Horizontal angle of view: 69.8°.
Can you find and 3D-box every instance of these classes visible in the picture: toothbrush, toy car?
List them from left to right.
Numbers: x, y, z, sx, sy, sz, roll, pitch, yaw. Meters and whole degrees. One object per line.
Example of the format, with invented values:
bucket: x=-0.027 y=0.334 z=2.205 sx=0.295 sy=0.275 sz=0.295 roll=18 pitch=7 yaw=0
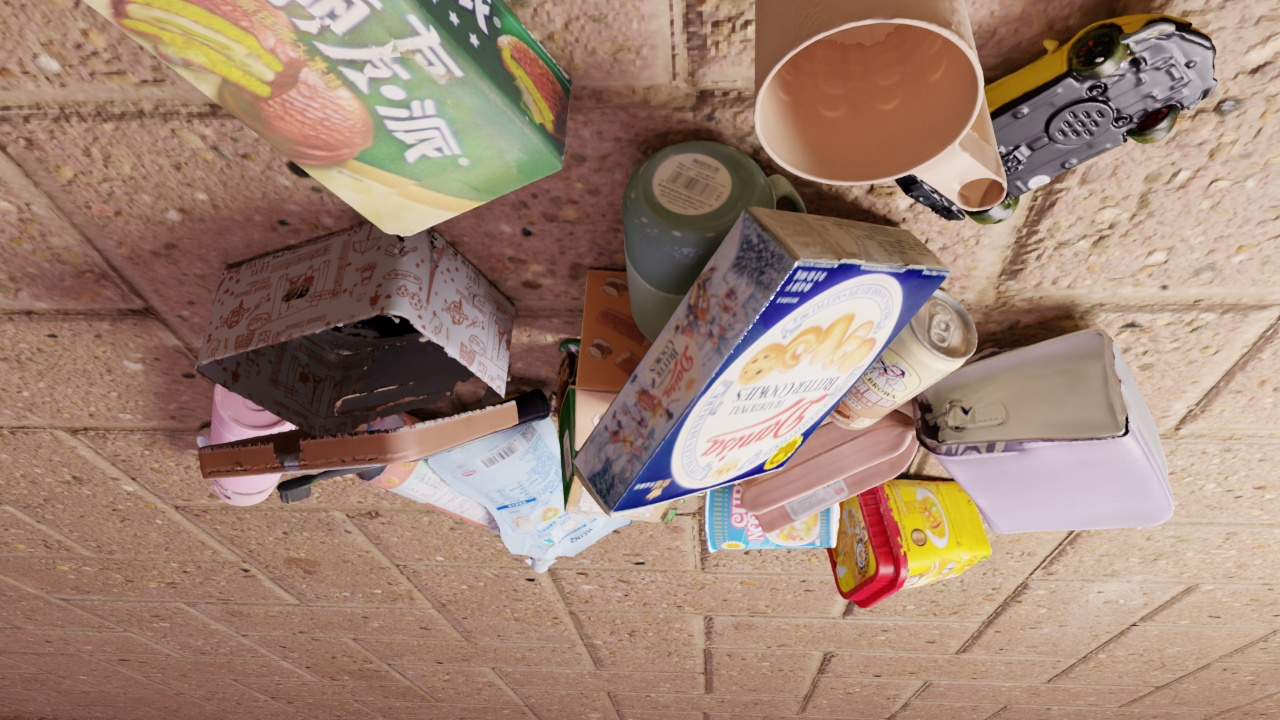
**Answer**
toothbrush: x=-0.168 y=0.065 z=0.699 sx=0.212 sy=0.026 sz=0.027 roll=-19 pitch=136 yaw=-28
toy car: x=0.198 y=-0.118 z=0.453 sx=0.071 sy=0.041 sz=0.156 roll=26 pitch=144 yaw=-34

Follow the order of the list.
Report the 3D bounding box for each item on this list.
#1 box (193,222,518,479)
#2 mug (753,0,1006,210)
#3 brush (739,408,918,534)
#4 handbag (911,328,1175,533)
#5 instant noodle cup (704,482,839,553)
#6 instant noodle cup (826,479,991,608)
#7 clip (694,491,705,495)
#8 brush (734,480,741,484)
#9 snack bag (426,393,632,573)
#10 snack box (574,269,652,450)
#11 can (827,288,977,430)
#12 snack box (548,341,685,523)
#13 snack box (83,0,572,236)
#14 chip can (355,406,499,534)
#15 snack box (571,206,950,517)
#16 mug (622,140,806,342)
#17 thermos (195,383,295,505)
box: x=-0.190 y=0.024 z=0.614 sx=0.182 sy=0.157 sz=0.148 roll=-12 pitch=146 yaw=24
mug: x=0.103 y=-0.130 z=0.379 sx=0.124 sy=0.103 sz=0.084 roll=23 pitch=144 yaw=-30
brush: x=0.148 y=0.081 z=0.717 sx=0.146 sy=0.063 sz=0.073 roll=-27 pitch=172 yaw=19
handbag: x=0.307 y=0.062 z=0.697 sx=0.145 sy=0.098 sz=0.197 roll=-19 pitch=145 yaw=29
instant noodle cup: x=0.119 y=0.124 z=0.808 sx=0.110 sy=0.099 sz=0.099 roll=1 pitch=150 yaw=14
instant noodle cup: x=0.254 y=0.167 z=0.879 sx=0.123 sy=0.116 sz=0.116 roll=-2 pitch=151 yaw=-14
clip: x=0.019 y=0.114 z=0.878 sx=0.103 sy=0.034 sz=0.076 roll=11 pitch=147 yaw=-30
brush: x=0.112 y=0.008 z=0.659 sx=0.046 sy=0.083 sz=0.255 roll=22 pitch=138 yaw=-17
snack bag: x=-0.095 y=0.115 z=0.818 sx=0.110 sy=0.039 sz=0.191 roll=-37 pitch=127 yaw=-3
snack box: x=-0.004 y=0.004 z=0.626 sx=0.077 sy=0.094 sz=0.093 roll=5 pitch=150 yaw=-2
can: x=0.174 y=0.001 z=0.642 sx=0.058 sy=0.058 sz=0.117 roll=15 pitch=148 yaw=-19
snack box: x=-0.017 y=0.063 z=0.717 sx=0.117 sy=0.105 sz=0.118 roll=7 pitch=149 yaw=-6
snack box: x=-0.143 y=-0.156 z=0.397 sx=0.115 sy=0.063 sz=0.240 roll=-16 pitch=144 yaw=27
chip can: x=-0.157 y=0.115 z=0.852 sx=0.071 sy=0.071 sz=0.214 roll=-21 pitch=143 yaw=34
snack box: x=0.073 y=0.002 z=0.529 sx=0.177 sy=0.046 sz=0.183 roll=-5 pitch=137 yaw=-50
mug: x=0.045 y=-0.069 z=0.522 sx=0.111 sy=0.082 sz=0.106 roll=-23 pitch=150 yaw=-10
thermos: x=-0.346 y=0.064 z=0.798 sx=0.087 sy=0.067 sz=0.199 roll=41 pitch=144 yaw=-2
